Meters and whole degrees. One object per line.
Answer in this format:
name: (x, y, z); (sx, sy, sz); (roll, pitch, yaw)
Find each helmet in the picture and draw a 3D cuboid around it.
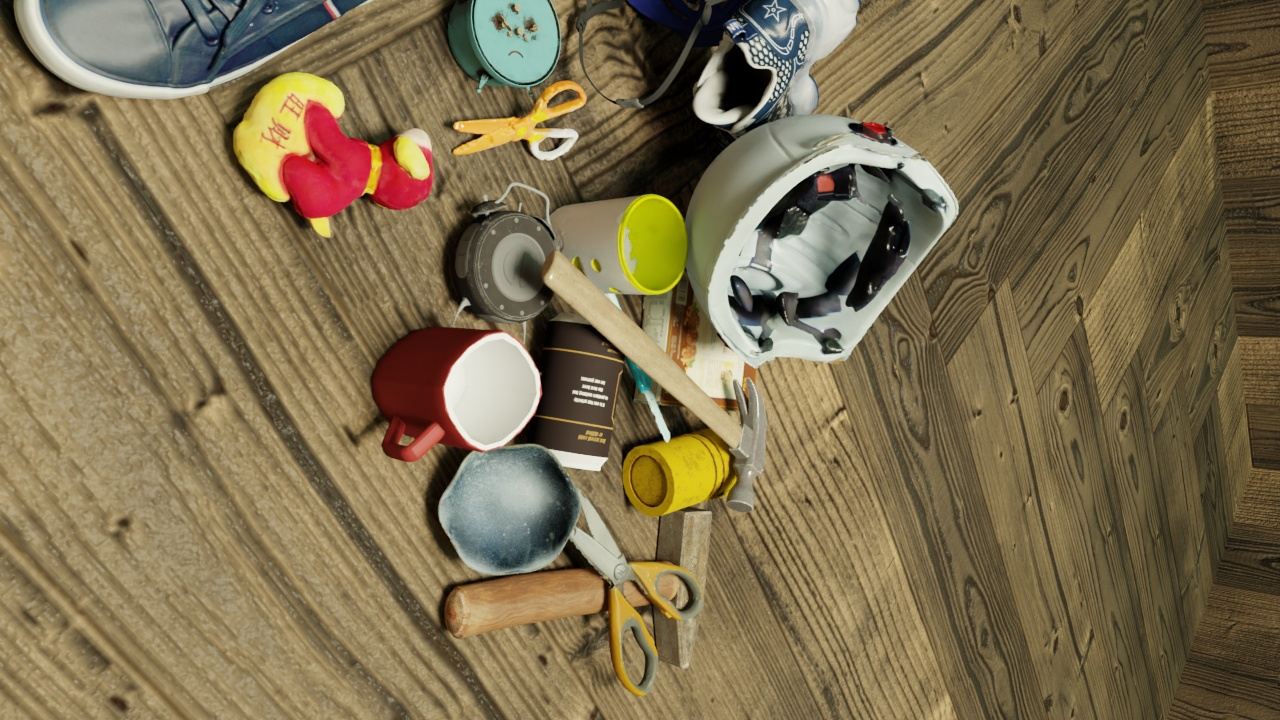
helmet: (0.010, -0.339, 0.772); (0.241, 0.148, 0.227); (51, 55, -50)
helmet: (0.140, -0.127, 0.848); (0.263, 0.163, 0.237); (4, 127, -40)

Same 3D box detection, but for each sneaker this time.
sneaker: (0.094, -0.249, 0.839); (0.132, 0.270, 0.103); (-39, 82, -17)
sneaker: (-0.225, -0.253, 0.566); (0.293, 0.127, 0.121); (-40, 121, -34)

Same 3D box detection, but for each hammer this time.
hammer: (0.021, 0.013, 0.809); (0.331, 0.031, 0.119); (41, 53, -38)
hammer: (-0.049, 0.219, 0.842); (0.300, 0.037, 0.158); (7, 88, -45)

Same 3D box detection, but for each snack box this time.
snack box: (0.063, -0.023, 0.933); (0.146, 0.041, 0.143); (7, 88, -45)

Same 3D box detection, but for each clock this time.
clock: (-0.110, -0.276, 0.729); (0.089, 0.053, 0.124); (-12, 102, -45)
clock: (-0.111, -0.081, 0.750); (0.091, 0.044, 0.122); (15, 83, -45)

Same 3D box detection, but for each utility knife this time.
utility knife: (-0.005, 0.005, 0.857); (0.022, 0.015, 0.158); (-26, 95, -44)

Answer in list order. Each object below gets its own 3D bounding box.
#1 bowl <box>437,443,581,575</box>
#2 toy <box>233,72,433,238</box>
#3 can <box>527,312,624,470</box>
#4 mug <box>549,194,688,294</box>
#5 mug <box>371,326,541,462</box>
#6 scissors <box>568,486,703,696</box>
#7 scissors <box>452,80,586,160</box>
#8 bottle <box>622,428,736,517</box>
bowl: (-0.107, 0.116, 0.750); (0.110, 0.055, 0.110); (-1, 95, -10)
toy: (-0.209, -0.137, 0.637); (0.137, 0.067, 0.105); (12, 89, -37)
can: (-0.055, 0.027, 0.796); (0.071, 0.072, 0.128); (14, 83, -45)
mug: (-0.024, -0.098, 0.793); (0.082, 0.106, 0.082); (-4, 96, -45)
mug: (-0.148, 0.030, 0.683); (0.116, 0.097, 0.080); (-47, 124, -32)
scissors: (-0.019, 0.212, 0.832); (0.225, 0.016, 0.165); (44, 63, -38)
scissors: (-0.103, -0.184, 0.764); (0.133, 0.012, 0.084); (-26, 148, -21)
bottle: (0.064, 0.106, 0.925); (0.163, 0.071, 0.071); (-9, 100, -45)
